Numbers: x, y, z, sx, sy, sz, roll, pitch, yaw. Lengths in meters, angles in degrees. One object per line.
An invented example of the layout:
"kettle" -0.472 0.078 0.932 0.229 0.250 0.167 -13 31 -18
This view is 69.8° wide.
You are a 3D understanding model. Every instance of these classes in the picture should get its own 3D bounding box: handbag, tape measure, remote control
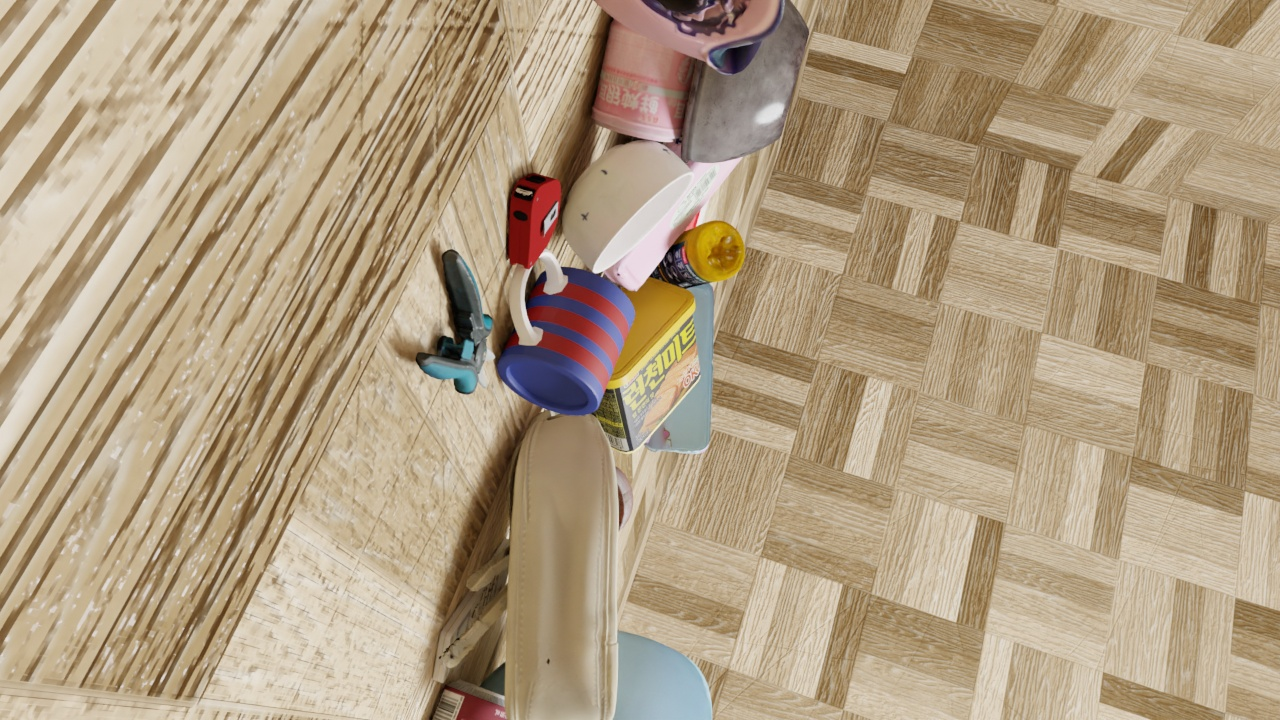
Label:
"handbag" -0.086 0.165 0.749 0.184 0.132 0.229 -109 -157 -72
"tape measure" -0.064 -0.093 0.573 0.059 0.019 0.051 100 11 -45
"remote control" -0.136 0.205 0.765 0.135 0.011 0.050 -57 163 -64

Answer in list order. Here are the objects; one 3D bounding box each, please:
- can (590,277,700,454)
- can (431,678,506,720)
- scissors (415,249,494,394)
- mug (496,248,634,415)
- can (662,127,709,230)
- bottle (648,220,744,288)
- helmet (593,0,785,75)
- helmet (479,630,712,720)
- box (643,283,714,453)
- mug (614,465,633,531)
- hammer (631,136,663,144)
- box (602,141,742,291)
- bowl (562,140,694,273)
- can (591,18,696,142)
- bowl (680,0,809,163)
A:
"can" -0.005 0.005 0.838 0.130 0.072 0.101 -47 144 -32
"can" -0.149 0.324 0.746 0.063 0.063 0.114 89 20 -67
"scissors" -0.099 -0.012 0.507 0.150 0.019 0.121 -69 170 -66
"mug" -0.058 -0.023 0.626 0.112 0.075 0.076 57 46 -48
"can" 0.040 -0.187 0.930 0.070 0.070 0.132 -41 148 -76
"bottle" 0.031 -0.092 0.874 0.186 0.053 0.053 -5 -116 66
"helmet" 0.023 -0.241 0.357 0.256 0.152 0.229 91 15 -70
"helmet" -0.066 0.351 0.834 0.266 0.167 0.225 -39 -150 6
"box" 0.040 -0.011 0.988 0.090 0.092 0.213 107 -12 -64
"mug" -0.067 0.154 0.922 0.123 0.096 0.110 -37 168 3
"hammer" 0.021 -0.304 0.732 0.119 0.031 0.332 -62 164 -57
"box" 0.037 -0.147 0.813 0.201 0.059 0.155 -52 176 -1
"bowl" -0.015 -0.118 0.669 0.105 0.054 0.105 -43 178 -2
"can" 0.005 -0.200 0.649 0.067 0.067 0.076 -54 159 -68
"bowl" 0.080 -0.209 0.670 0.145 0.067 0.145 18 88 -85
